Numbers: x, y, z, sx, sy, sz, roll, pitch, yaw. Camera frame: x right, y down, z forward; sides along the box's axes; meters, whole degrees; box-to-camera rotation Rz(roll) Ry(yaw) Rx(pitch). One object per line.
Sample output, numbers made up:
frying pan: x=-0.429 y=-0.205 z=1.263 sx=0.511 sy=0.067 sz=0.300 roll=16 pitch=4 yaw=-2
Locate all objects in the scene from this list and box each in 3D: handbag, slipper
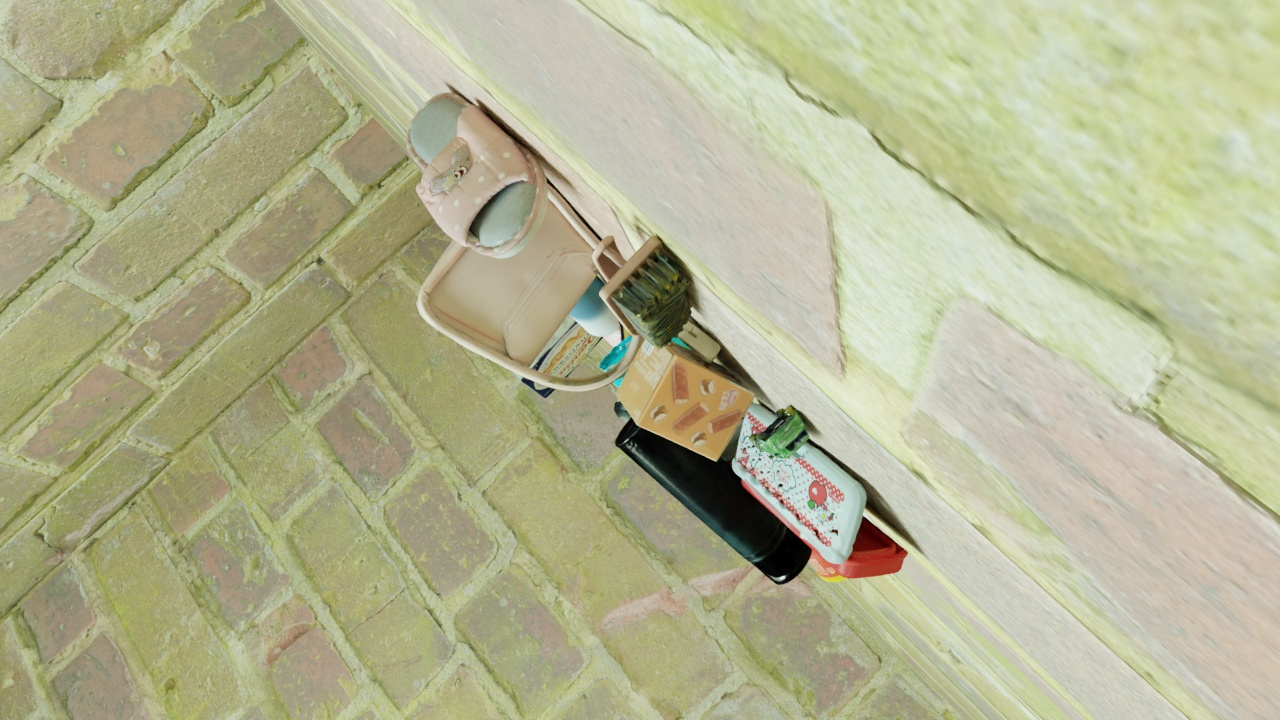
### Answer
handbag: x=-0.100 y=-0.064 z=0.987 sx=0.234 sy=0.193 sz=0.093 roll=37 pitch=180 yaw=-8
slipper: x=-0.177 y=-0.197 z=0.918 sx=0.054 sy=0.114 sz=0.274 roll=32 pitch=-165 yaw=-49

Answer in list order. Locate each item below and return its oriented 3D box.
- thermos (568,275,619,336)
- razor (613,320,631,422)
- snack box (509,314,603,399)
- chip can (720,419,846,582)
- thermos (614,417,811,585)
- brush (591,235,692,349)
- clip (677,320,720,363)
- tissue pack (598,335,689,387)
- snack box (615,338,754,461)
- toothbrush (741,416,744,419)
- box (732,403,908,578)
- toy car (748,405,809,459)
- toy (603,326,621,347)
thermos: x=-0.080 y=-0.092 z=1.167 sx=0.070 sy=0.070 sz=0.220 roll=45 pitch=180 yaw=22
razor: x=-0.007 y=0.007 z=1.132 sx=0.062 sy=0.067 sz=0.167 roll=107 pitch=156 yaw=-64
snack box: x=-0.117 y=-0.032 z=1.418 sx=0.046 sy=0.178 sz=0.182 roll=42 pitch=177 yaw=12
chip can: x=0.175 y=0.162 z=1.061 sx=0.216 sy=0.073 sz=0.073 roll=47 pitch=176 yaw=-18
thermos: x=0.077 y=0.148 z=1.009 sx=0.242 sy=0.068 sz=0.090 roll=44 pitch=157 yaw=-11
brush: x=0.002 y=-0.057 z=0.771 sx=0.073 sy=0.063 sz=0.145 roll=41 pitch=177 yaw=15
clip: x=0.029 y=-0.040 z=0.868 sx=0.104 sy=0.035 sz=0.087 roll=39 pitch=174 yaw=26
tissue pack: x=0.028 y=0.021 z=1.051 sx=0.133 sy=0.093 sz=0.050 roll=46 pitch=-179 yaw=5
snack box: x=0.042 y=0.034 z=0.902 sx=0.094 sy=0.077 sz=0.093 roll=26 pitch=-171 yaw=-20
toothbrush: x=0.102 y=0.050 z=1.128 sx=0.189 sy=0.016 sz=0.014 roll=46 pitch=177 yaw=-21
box: x=0.175 y=0.121 z=0.898 sx=0.095 sy=0.100 sz=0.201 roll=1 pitch=-160 yaw=-26
toy car: x=0.127 y=0.068 z=0.831 sx=0.036 sy=0.043 sz=0.091 roll=46 pitch=177 yaw=1
toy: x=-0.003 y=-0.009 z=1.346 sx=0.159 sy=0.054 sz=0.121 roll=42 pitch=173 yaw=16
